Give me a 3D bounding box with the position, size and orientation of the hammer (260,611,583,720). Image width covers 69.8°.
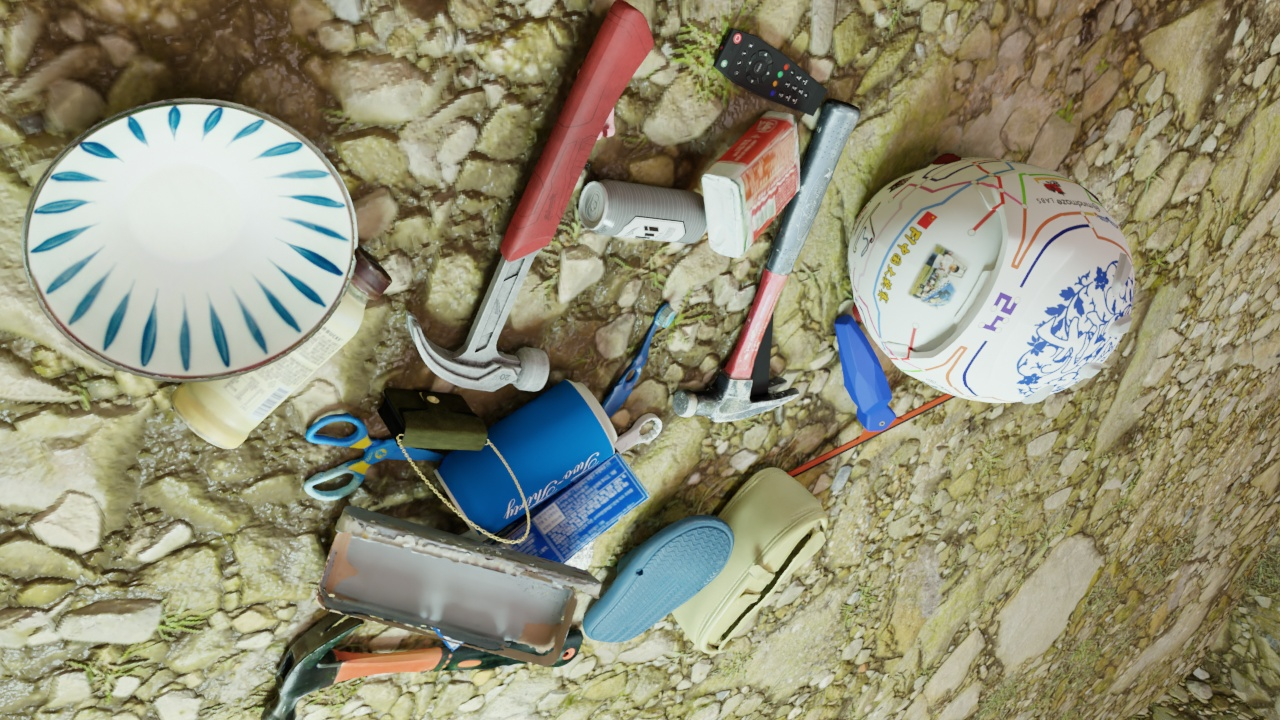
[{"bbox_3d":[-0.193,0.297,0.918,0.332,0.033,0.133,12,113,-42],"label":"hammer"}]

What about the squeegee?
[{"bbox_3d":[0.252,0.026,1.024,0.249,0.055,0.185,-27,123,1],"label":"squeegee"}]

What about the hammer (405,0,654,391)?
[{"bbox_3d":[-0.076,-0.112,0.682,0.126,0.036,0.316,9,120,-37],"label":"hammer"}]

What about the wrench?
[{"bbox_3d":[-0.094,0.128,0.878,0.273,0.009,0.047,-31,135,-14],"label":"wrench"}]

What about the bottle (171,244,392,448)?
[{"bbox_3d":[-0.243,-0.013,0.631,0.162,0.056,0.056,-44,136,-2],"label":"bottle"}]

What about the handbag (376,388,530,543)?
[{"bbox_3d":[-0.134,0.077,0.689,0.084,0.178,0.027,8,116,-40],"label":"handbag"}]

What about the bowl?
[{"bbox_3d":[-0.269,-0.079,0.553,0.177,0.071,0.178,-19,130,-25],"label":"bowl"}]

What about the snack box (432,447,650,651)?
[{"bbox_3d":[-0.097,0.169,0.845,0.226,0.059,0.059,-37,97,-9],"label":"snack box"}]

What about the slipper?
[{"bbox_3d":[0.011,0.235,1.002,0.103,0.059,0.214,24,119,-36],"label":"slipper"}]

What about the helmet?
[{"bbox_3d":[0.354,-0.072,0.897,0.313,0.236,0.231,6,119,-39],"label":"helmet"}]

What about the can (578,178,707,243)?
[{"bbox_3d":[0.005,-0.120,0.744,0.106,0.044,0.044,0,121,-36],"label":"can"}]

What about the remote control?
[{"bbox_3d":[0.109,-0.236,0.759,0.124,0.010,0.039,13,113,-41],"label":"remote control"}]

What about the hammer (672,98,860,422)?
[{"bbox_3d":[0.138,-0.085,0.877,0.140,0.036,0.327,0,120,-35],"label":"hammer"}]

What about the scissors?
[{"bbox_3d":[-0.216,0.082,0.752,0.131,0.019,0.105,13,116,-41],"label":"scissors"}]

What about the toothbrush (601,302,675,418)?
[{"bbox_3d":[-0.005,0.005,0.849,0.021,0.016,0.132,19,108,-41],"label":"toothbrush"}]

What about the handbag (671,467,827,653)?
[{"bbox_3d":[0.131,0.248,1.078,0.233,0.088,0.191,-49,142,5],"label":"handbag"}]

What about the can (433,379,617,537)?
[{"bbox_3d":[-0.097,0.083,0.793,0.146,0.079,0.079,-33,135,-12],"label":"can"}]

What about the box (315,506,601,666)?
[{"bbox_3d":[-0.152,0.190,0.757,0.216,0.096,0.105,19,94,-13],"label":"box"}]

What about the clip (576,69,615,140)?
[{"bbox_3d":[-0.035,-0.189,0.680,0.037,0.022,0.058,-26,135,-23],"label":"clip"}]

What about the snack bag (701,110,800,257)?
[{"bbox_3d":[0.094,-0.148,0.764,0.115,0.036,0.077,-49,143,-36],"label":"snack bag"}]

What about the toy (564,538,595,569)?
[{"bbox_3d":[-0.086,0.188,0.907,0.108,0.041,0.096,-9,125,-29],"label":"toy"}]
